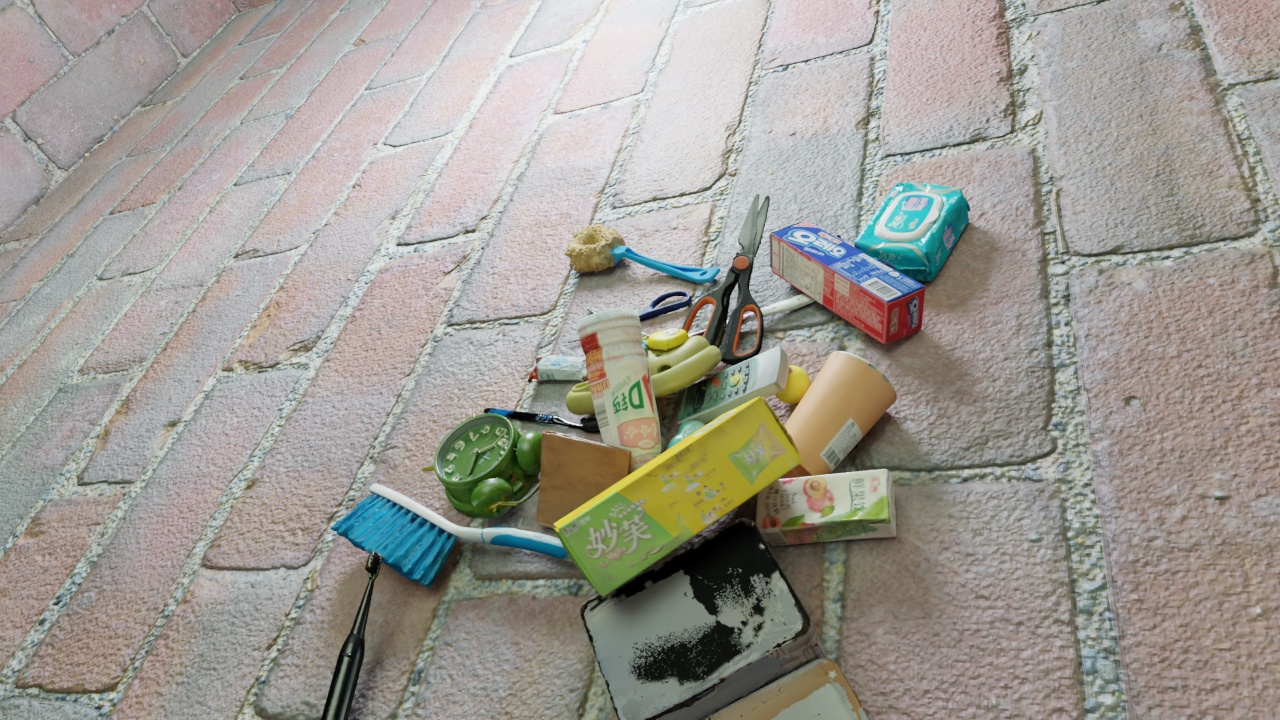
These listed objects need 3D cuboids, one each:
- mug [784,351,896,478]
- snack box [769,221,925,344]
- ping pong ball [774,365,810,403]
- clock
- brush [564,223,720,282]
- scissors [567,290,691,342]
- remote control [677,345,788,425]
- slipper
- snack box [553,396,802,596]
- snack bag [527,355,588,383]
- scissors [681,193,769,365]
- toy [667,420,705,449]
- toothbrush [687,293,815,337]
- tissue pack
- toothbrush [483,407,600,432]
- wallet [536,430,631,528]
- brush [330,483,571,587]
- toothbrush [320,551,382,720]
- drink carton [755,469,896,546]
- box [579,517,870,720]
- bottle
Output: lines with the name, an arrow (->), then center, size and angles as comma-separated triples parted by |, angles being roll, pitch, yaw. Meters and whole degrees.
mug -> 0.183, 0.061, 0.894 | 0.078, 0.078, 0.122 | 23, 66, 43
snack box -> 0.227, -0.093, 1.033 | 0.057, 0.058, 0.207 | -22, 37, -20
ping pong ball -> 0.159, 0.026, 0.966 | 0.040, 0.040, 0.040 | -15, 41, 14
clock -> -0.166, 0.120, 1.035 | 0.161, 0.056, 0.116 | 18, 58, 40
brush -> -0.001, -0.136, 1.235 | 0.255, 0.046, 0.083 | 18, 53, 36
scissors -> -0.010, -0.045, 1.158 | 0.162, 0.012, 0.174 | -32, 39, -3
remote control -> 0.098, 0.030, 0.978 | 0.135, 0.019, 0.056 | -26, 34, 35
slipper -> -0.006, 0.006, 1.027 | 0.191, 0.081, 0.091 | -18, 7, 22
snack box -> 0.027, 0.122, 0.829 | 0.210, 0.070, 0.158 | -33, -4, -10
snack bag -> -0.093, 0.010, 1.134 | 0.105, 0.026, 0.045 | 1, 38, 28
scissors -> 0.131, -0.096, 1.082 | 0.148, 0.022, 0.234 | 35, 77, 23
toy -> 0.079, 0.087, 0.950 | 0.092, 0.030, 0.096 | 17, 47, 17
toothbrush -> 0.122, -0.044, 1.083 | 0.188, 0.017, 0.016 | -18, 37, 7
tissue pack -> 0.312, -0.148, 1.058 | 0.093, 0.050, 0.133 | 14, 55, 38
toothbrush -> -0.119, 0.068, 1.096 | 0.190, 0.016, 0.014 | 6, 45, 35
wallet -> -0.059, 0.131, 0.943 | 0.115, 0.101, 0.020 | 10, 10, 34
brush -> -0.199, 0.193, 0.971 | 0.315, 0.060, 0.109 | 17, 63, 36
toothbrush -> -0.286, 0.292, 0.903 | 0.026, 0.027, 0.212 | -3, 59, 18
drink carton -> 0.170, 0.136, 0.839 | 0.123, 0.045, 0.053 | -9, 52, 23
box -> 0.075, 0.274, 0.730 | 0.177, 0.082, 0.259 | -28, 44, 0
bottle -> -0.015, 0.048, 0.952 | 0.068, 0.068, 0.197 | -15, 80, 14
